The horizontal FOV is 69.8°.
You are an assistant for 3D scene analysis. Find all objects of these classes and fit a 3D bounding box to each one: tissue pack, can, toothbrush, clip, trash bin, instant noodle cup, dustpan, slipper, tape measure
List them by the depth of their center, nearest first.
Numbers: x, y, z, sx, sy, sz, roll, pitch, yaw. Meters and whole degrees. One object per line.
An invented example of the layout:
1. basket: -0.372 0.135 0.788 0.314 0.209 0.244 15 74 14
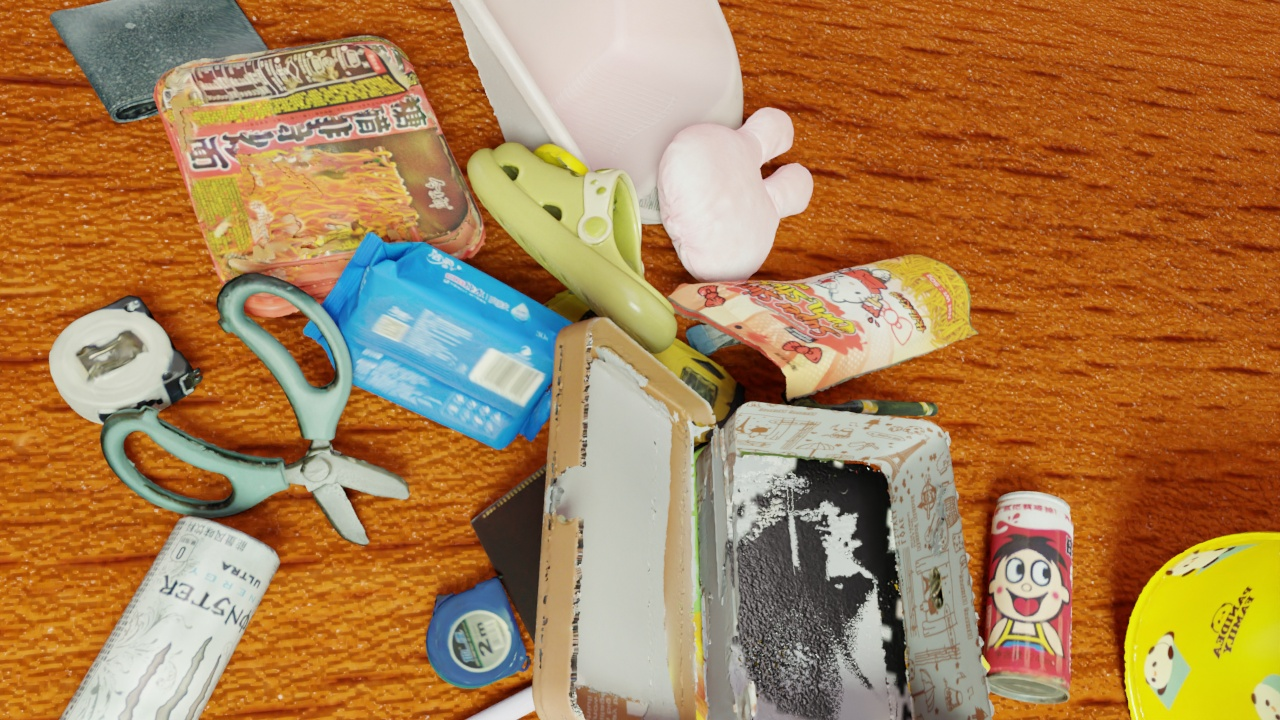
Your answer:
1. can: -0.243 0.155 0.464 0.058 0.058 0.146 23 60 -6
2. toothbrush: -0.129 0.220 0.491 0.188 0.029 0.021 -22 35 -26
3. tape measure: -0.096 0.159 0.528 0.054 0.025 0.058 -17 67 -22
4. tape measure: -0.303 0.004 0.534 0.065 0.034 0.066 -38 79 -29
5. tissue pack: -0.113 -0.011 0.552 0.157 0.095 0.052 27 34 -20
6. trash bin: 0.497 0.205 0.588 0.254 0.230 0.229 -5 66 -26
7. instant noodle cup: -0.204 -0.113 0.596 0.164 0.079 0.188 -18 71 -24
8. slipper: -0.031 -0.084 0.598 0.081 0.091 0.190 -44 65 -3
9. can: 0.265 0.159 0.625 0.053 0.053 0.132 21 61 -7
10. toothbrush: 0.156 0.030 0.633 0.185 0.012 0.017 5 41 -45
11. dustpan: -0.009 -0.241 0.652 0.139 0.274 0.222 24 60 24
12. clip: 0.062 -0.020 0.670 0.057 0.030 0.024 -16 65 -18

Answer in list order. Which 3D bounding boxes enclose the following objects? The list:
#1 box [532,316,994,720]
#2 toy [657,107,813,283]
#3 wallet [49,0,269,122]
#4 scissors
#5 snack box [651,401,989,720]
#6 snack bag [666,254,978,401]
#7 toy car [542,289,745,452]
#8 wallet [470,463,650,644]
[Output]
1. box: 0.054 0.101 0.463 0.273 0.124 0.178 19 58 -32
2. toy: 0.074 -0.126 0.693 0.159 0.054 0.121 -36 111 -35
3. wallet: -0.332 -0.223 0.646 0.120 0.019 0.097 -29 75 -29
4. scissors: -0.205 0.026 0.518 0.172 0.019 0.179 16 99 -10
5. snack box: 0.086 0.148 0.565 0.157 0.070 0.210 -27 76 -27
6. snack bag: 0.135 -0.030 0.641 0.207 0.073 0.128 -10 37 -36
7. toy car: -0.004 0.004 0.625 0.156 0.041 0.071 34 58 3
8. wallet: -0.040 0.123 0.531 0.122 0.097 0.020 58 25 13
